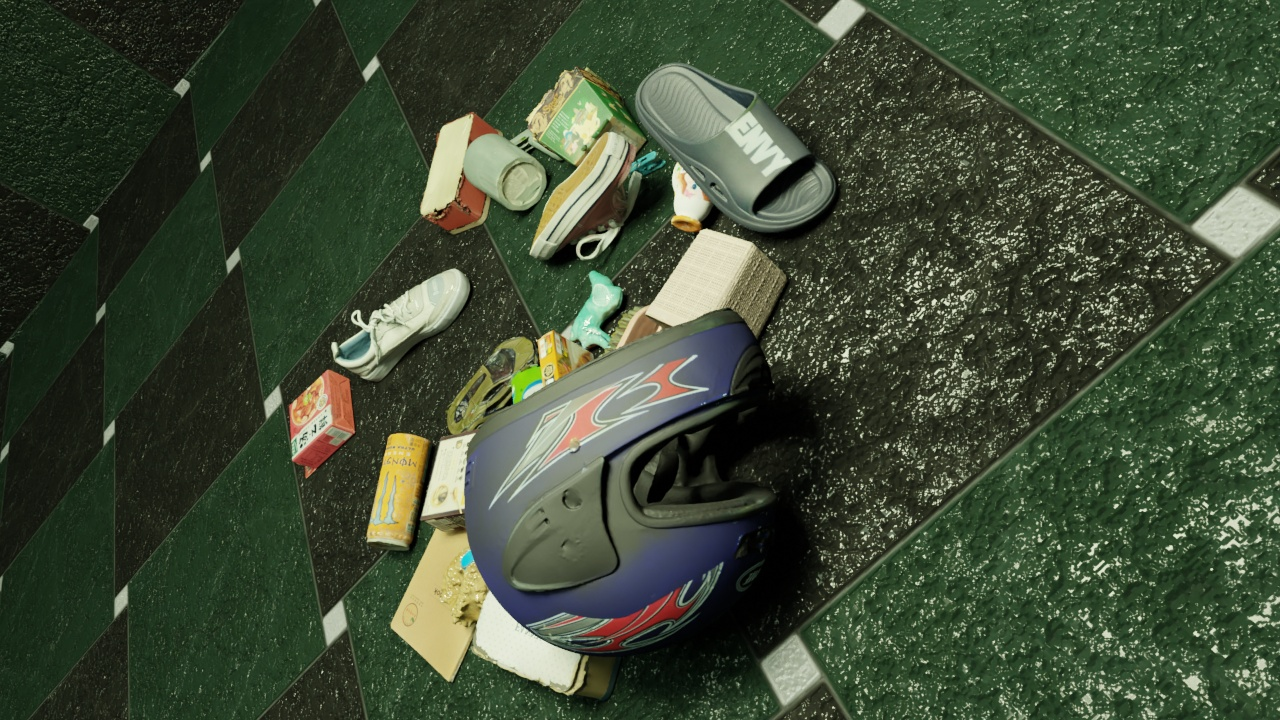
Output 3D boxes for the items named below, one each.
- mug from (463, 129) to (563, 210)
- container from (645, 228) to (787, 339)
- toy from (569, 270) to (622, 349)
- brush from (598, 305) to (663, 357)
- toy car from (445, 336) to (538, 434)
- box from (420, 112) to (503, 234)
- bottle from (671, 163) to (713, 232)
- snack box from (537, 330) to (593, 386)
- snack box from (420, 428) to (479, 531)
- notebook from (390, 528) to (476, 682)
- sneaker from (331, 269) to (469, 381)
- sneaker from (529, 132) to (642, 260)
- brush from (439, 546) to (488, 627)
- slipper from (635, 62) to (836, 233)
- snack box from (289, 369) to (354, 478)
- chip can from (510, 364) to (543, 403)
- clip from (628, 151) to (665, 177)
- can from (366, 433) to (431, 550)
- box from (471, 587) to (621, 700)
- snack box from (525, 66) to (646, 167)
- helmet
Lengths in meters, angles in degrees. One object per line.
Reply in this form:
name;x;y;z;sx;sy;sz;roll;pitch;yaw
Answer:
mug;-0.175;-0.277;1.298;0.123;0.084;0.103;-38;44;-12
container;0.081;-0.065;0.944;0.090;0.090;0.111;26;85;46
toy;-0.050;-0.052;1.098;0.096;0.030;0.092;39;102;38
brush;-0.006;0.006;1.004;0.073;0.063;0.145;21;82;50
toy car;-0.190;0.034;1.173;0.158;0.042;0.070;-50;45;7
box;-0.276;-0.286;1.384;0.092;0.080;0.168;-11;62;37
bottle;0.066;-0.201;1.042;0.063;0.063;0.108;4;73;43
snack box;-0.075;0.045;1.036;0.026;0.075;0.153;-31;51;26
snack box;-0.200;0.139;1.107;0.126;0.053;0.113;-14;54;32
notebook;-0.222;0.258;1.110;0.148;0.008;0.207;19;83;46
sneaker;-0.355;-0.062;1.334;0.243;0.090;0.089;-37;50;22
sneaker;-0.060;-0.185;1.136;0.242;0.088;0.118;-38;32;51
brush;-0.165;0.187;1.009;0.255;0.045;0.083;-66;33;24
slipper;0.087;-0.237;0.970;0.110;0.083;0.268;-45;67;-1
snack box;-0.501;0.098;1.418;0.127;0.044;0.113;-40;48;21
chip can;-0.102;0.117;1.028;0.072;0.072;0.235;-31;50;27
clip;0.004;-0.244;1.150;0.057;0.043;0.014;-19;55;35
can;-0.316;0.171;1.202;0.058;0.058;0.145;-12;62;38
box;-0.092;0.285;0.944;0.185;0.059;0.089;8;75;42
snack box;-0.062;-0.293;1.184;0.118;0.117;0.105;-49;57;15
helmet;0.002;0.127;0.812;0.316;0.247;0.240;-30;80;20
